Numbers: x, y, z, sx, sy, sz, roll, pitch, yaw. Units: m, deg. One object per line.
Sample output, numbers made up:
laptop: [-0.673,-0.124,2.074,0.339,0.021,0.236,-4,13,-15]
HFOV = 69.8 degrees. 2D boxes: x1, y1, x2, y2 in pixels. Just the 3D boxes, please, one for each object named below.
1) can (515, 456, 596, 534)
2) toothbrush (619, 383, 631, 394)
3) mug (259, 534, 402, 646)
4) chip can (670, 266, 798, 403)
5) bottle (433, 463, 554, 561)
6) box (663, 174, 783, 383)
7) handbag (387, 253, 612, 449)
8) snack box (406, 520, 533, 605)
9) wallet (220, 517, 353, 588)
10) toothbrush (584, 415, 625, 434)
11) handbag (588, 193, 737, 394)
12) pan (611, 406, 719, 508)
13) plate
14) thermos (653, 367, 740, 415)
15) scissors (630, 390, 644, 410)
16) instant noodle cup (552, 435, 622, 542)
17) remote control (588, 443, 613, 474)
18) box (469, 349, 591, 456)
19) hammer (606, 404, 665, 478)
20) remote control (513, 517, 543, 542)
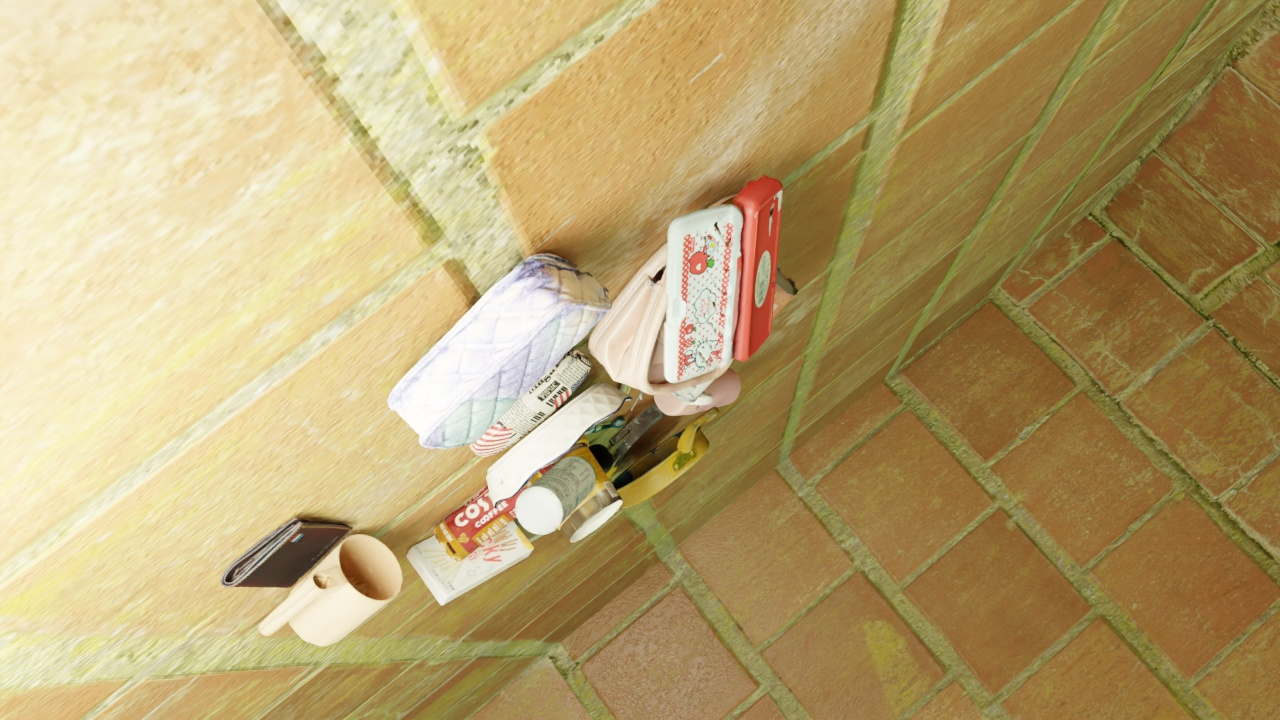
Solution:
can: [-0.100,0.161,1.114,0.058,0.058,0.146,-45,177,16]
toothbrush: [-0.007,0.007,1.182,0.016,0.018,0.192,-30,159,-26]
mug: [-0.337,0.255,0.996,0.104,0.084,0.124,-41,163,21]
chip can: [0.115,-0.039,1.237,0.215,0.071,0.071,-48,162,26]
bottle: [-0.185,0.187,1.197,0.175,0.057,0.057,-38,163,-6]
box: [0.089,-0.078,0.948,0.160,0.058,0.201,-31,137,-33]
handbag: [-0.122,-0.009,0.802,0.194,0.075,0.134,-42,168,12]
snack box: [-0.229,0.259,1.243,0.156,0.084,0.027,-23,155,-45]
wallet: [-0.354,0.195,0.928,0.096,0.020,0.122,-39,166,-3]
toothbrush: [-0.066,0.093,1.285,0.018,0.016,0.191,-56,160,16]
handbag: [0.061,-0.081,1.016,0.192,0.093,0.235,-11,132,-53]
pan: [0.054,0.147,1.506,0.197,0.078,0.358,-38,-177,-29]
plate: [-0.101,0.094,1.087,0.205,0.045,0.205,-39,178,-2]
thermos: [0.096,0.047,1.401,0.198,0.087,0.067,-5,101,-63]
scissors: [0.010,0.019,1.152,0.172,0.012,0.133,-55,-174,-30]
instant noodle cup: [-0.094,0.179,1.274,0.118,0.114,0.119,-37,163,-13]
remote control: [-0.100,0.174,1.354,0.136,0.053,0.024,-37,172,-8]
box: [-0.124,0.045,1.007,0.164,0.052,0.068,-40,177,5]
hammer: [-0.055,0.176,1.481,0.125,0.032,0.324,-32,165,-48]
remote control: [-0.154,0.238,1.399,0.134,0.056,0.019,-19,153,-49]
